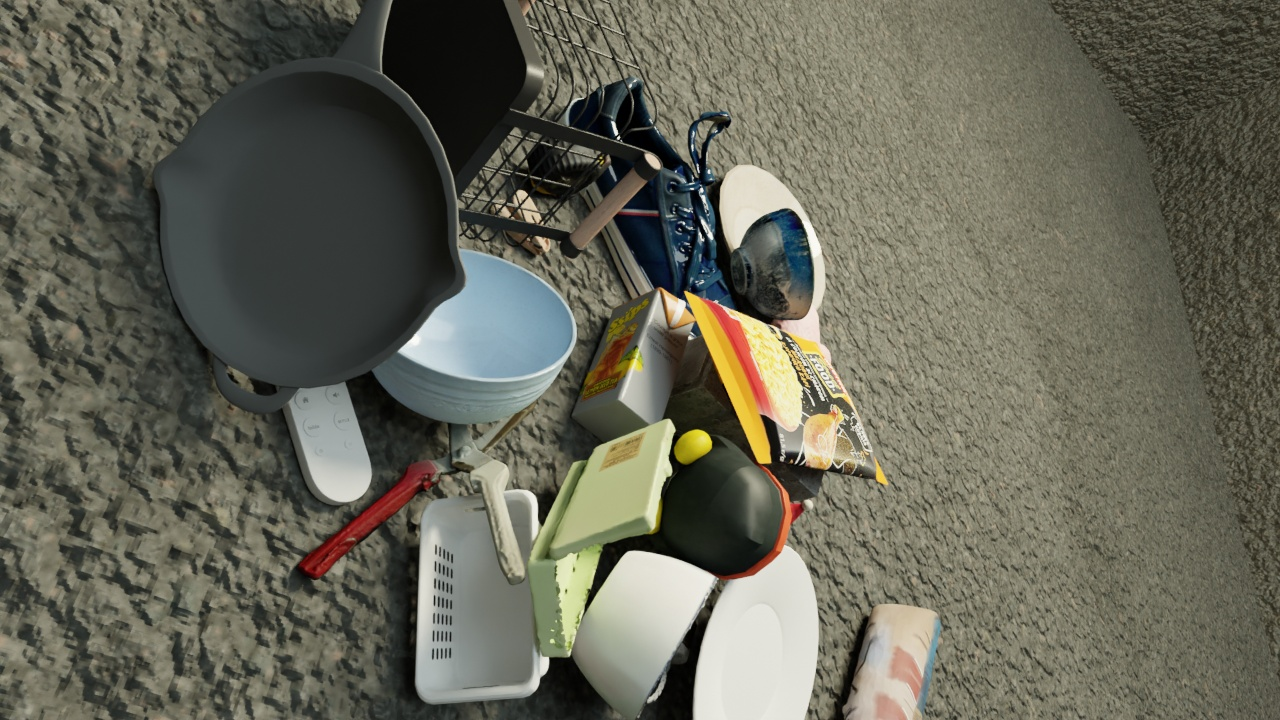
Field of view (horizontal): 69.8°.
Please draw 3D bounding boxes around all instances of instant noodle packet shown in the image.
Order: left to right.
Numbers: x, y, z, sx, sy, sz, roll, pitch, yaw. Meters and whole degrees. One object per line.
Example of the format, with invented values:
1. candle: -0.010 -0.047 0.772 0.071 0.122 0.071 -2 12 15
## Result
1. instant noodle packet: 0.131 0.028 0.798 0.220 0.032 0.159 16 45 -48

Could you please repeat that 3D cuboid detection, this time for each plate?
1. plate: 0.097 0.259 0.773 0.208 0.015 0.208 -4 96 -53
2. plate: 0.145 -0.133 1.048 0.188 0.027 0.188 23 56 -39

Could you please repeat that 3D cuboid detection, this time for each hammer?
1. hammer: 0.058 0.142 0.789 0.177 0.080 0.325 43 50 -24

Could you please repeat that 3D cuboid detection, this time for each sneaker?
1. sneaker: 0.042 -0.134 0.865 0.120 0.128 0.294 -39 103 -48

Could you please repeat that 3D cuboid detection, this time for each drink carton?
1. drink carton: -0.005 0.005 0.786 0.048 0.076 0.124 40 50 -27

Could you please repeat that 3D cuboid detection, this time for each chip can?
1. chip can: 0.234 0.333 0.879 0.080 0.080 0.228 51 42 -17

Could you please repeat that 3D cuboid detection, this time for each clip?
1. clip: -0.104 -0.114 0.780 0.024 0.041 0.061 -60 136 -43

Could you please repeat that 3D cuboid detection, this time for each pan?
1. pan: -0.175 -0.139 0.545 0.024 0.216 0.354 4 106 -77

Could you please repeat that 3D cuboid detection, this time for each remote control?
1. remote control: -0.210 0.028 0.596 0.043 0.013 0.136 -12 81 -49

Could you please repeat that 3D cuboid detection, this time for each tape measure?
1. tape measure: -0.066 -0.170 0.807 0.062 0.067 0.038 -4 74 -48

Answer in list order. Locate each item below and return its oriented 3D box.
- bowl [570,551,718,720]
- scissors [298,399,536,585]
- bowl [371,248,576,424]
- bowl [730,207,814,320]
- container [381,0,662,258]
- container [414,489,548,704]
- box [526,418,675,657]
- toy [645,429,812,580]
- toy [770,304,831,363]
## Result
1. bowl: -0.002 0.187 0.647 0.066 0.117 0.116 30 41 11
2. scissors: -0.117 0.088 0.590 0.198 0.179 0.015 -37 131 -34
3. bowl: -0.126 -0.008 0.639 0.150 0.075 0.150 14 35 -11
4. bowl: 0.126 -0.093 0.921 0.060 0.114 0.114 -9 75 -12
5. container: -0.101 -0.212 0.687 0.130 0.163 0.241 4 55 -44
6. container: -0.099 0.156 0.601 0.049 0.081 0.129 58 26 -64
7. box: -0.032 0.106 0.628 0.064 0.130 0.187 34 16 -3
8. toy: 0.070 0.120 0.704 0.097 0.100 0.119 -58 144 0
9. toy: 0.170 -0.003 0.989 0.105 0.053 0.108 43 62 -39
